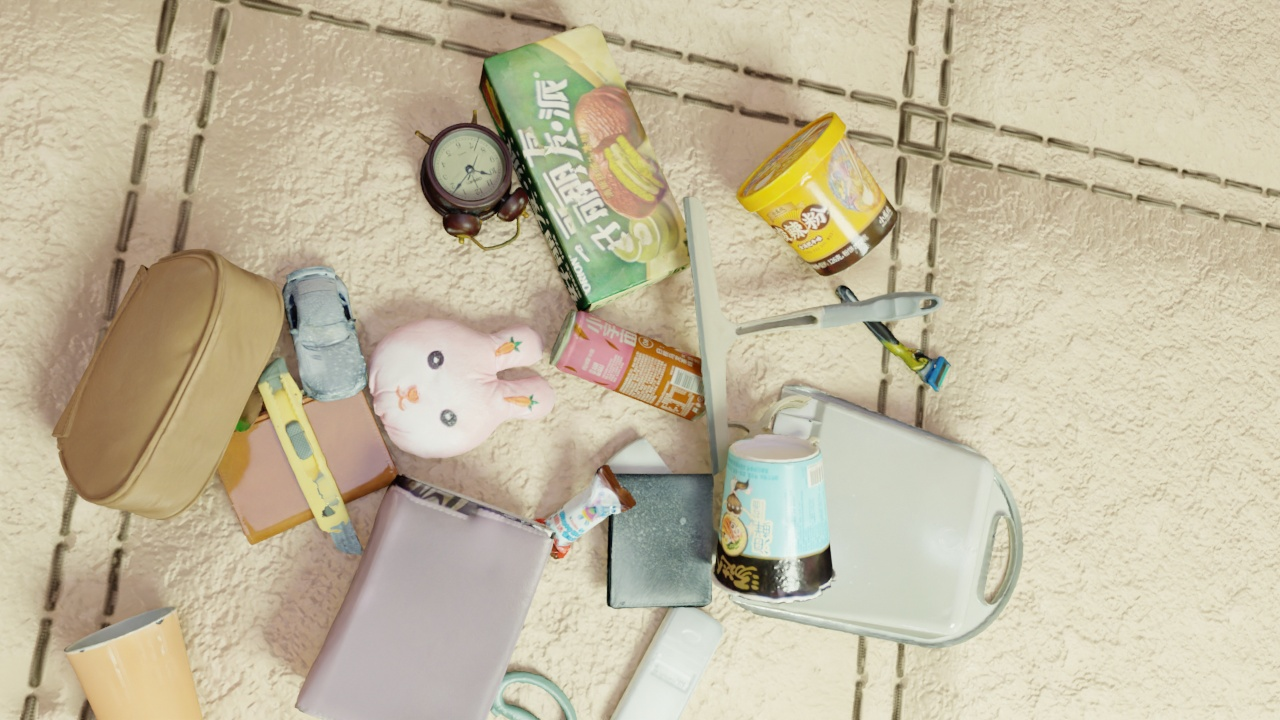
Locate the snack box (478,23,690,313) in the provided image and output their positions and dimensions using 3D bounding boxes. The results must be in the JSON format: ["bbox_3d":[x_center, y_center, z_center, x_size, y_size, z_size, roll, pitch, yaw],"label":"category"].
[{"bbox_3d":[-0.048,-0.174,0.839,0.114,0.063,0.240,-23,90,-14],"label":"snack box"}]

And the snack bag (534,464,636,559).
[{"bbox_3d":[-0.051,0.134,0.804,0.105,0.026,0.045,-40,81,24],"label":"snack bag"}]

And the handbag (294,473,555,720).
[{"bbox_3d":[-0.171,0.206,0.749,0.145,0.098,0.196,23,80,-12],"label":"handbag"}]

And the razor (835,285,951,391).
[{"bbox_3d":[0.247,-0.024,0.917,0.142,0.022,0.042,40,50,-4],"label":"razor"}]

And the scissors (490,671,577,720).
[{"bbox_3d":[-0.100,0.366,0.791,0.176,0.019,0.174,-39,95,-15],"label":"scissors"}]

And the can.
[{"bbox_3d":[-0.005,0.005,0.833,0.147,0.058,0.058,22,79,-11],"label":"can"}]

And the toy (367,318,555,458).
[{"bbox_3d":[-0.154,0.018,0.800,0.159,0.054,0.121,-14,88,-23],"label":"toy"}]

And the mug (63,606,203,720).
[{"bbox_3d":[-0.380,0.262,0.706,0.078,0.078,0.123,-18,93,-15],"label":"mug"}]

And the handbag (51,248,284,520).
[{"bbox_3d":[-0.362,0.016,0.714,0.148,0.099,0.204,17,78,33],"label":"handbag"}]

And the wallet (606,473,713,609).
[{"bbox_3d":[0.019,0.161,0.822,0.097,0.019,0.121,2,86,-14],"label":"wallet"}]

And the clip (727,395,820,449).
[{"bbox_3d":[0.123,0.076,0.857,0.104,0.035,0.089,-30,77,-6],"label":"clip"}]

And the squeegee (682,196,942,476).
[{"bbox_3d":[0.161,-0.039,0.843,0.246,0.039,0.246,-9,100,-14],"label":"squeegee"}]

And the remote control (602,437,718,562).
[{"bbox_3d":[0.020,0.137,0.844,0.056,0.019,0.135,-39,94,-14],"label":"remote control"}]

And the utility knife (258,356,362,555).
[{"bbox_3d":[-0.271,0.082,0.753,0.031,0.019,0.175,-23,98,-9],"label":"utility knife"}]

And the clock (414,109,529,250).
[{"bbox_3d":[-0.148,-0.155,0.816,0.082,0.055,0.122,-25,92,-15],"label":"clock"}]

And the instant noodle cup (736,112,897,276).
[{"bbox_3d":[0.171,-0.151,0.869,0.118,0.119,0.114,-47,104,-14],"label":"instant noodle cup"}]

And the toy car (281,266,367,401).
[{"bbox_3d":[-0.265,-0.023,0.769,0.054,0.037,0.120,-12,67,-21],"label":"toy car"}]

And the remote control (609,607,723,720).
[{"bbox_3d":[0.023,0.287,0.828,0.056,0.020,0.135,31,78,-8],"label":"remote control"}]

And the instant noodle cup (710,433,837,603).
[{"bbox_3d":[0.114,0.130,0.793,0.111,0.111,0.120,-5,102,-15],"label":"instant noodle cup"}]

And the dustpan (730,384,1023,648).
[{"bbox_3d":[0.248,0.168,0.903,0.258,0.142,0.222,12,80,17],"label":"dustpan"}]

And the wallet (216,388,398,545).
[{"bbox_3d":[-0.284,0.079,0.770,0.131,0.031,0.108,-24,92,-17],"label":"wallet"}]
